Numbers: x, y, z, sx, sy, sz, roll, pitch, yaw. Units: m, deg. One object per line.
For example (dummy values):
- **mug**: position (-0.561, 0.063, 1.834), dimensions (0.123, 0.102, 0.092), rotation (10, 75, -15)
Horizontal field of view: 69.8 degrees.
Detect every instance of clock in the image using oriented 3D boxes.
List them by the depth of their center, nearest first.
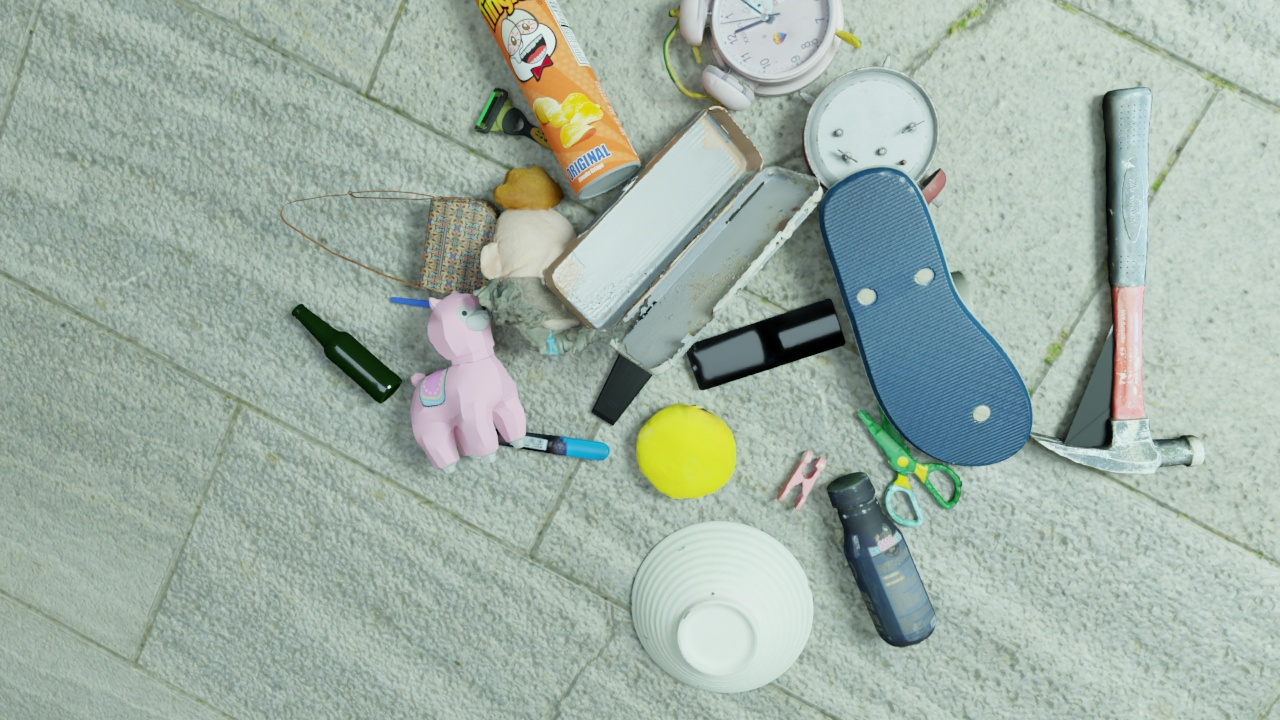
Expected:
- **clock**: position (0.095, -0.279, 0.775), dimensions (0.158, 0.058, 0.117), rotation (-21, 96, 12)
- **clock**: position (0.201, -0.170, 0.778), dimensions (0.110, 0.061, 0.157), rotation (-21, 97, 10)

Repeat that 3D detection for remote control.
- **remote control**: position (0.113, -0.013, 0.838), dimensions (0.141, 0.021, 0.045), rotation (-18, 95, 12)
- **remote control**: position (-0.005, 0.005, 0.863), dimensions (0.039, 0.010, 0.125), rotation (32, 103, 2)

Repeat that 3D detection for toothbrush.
- **toothbrush**: position (-0.150, -0.047, 0.877), dimensions (0.187, 0.011, 0.016), rotation (8, 101, 10)

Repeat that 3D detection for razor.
- **razor**: position (-0.078, -0.197, 0.833), dimensions (0.144, 0.021, 0.044), rotation (27, 89, 3)

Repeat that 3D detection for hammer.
- **hammer**: position (0.405, -0.063, 0.783), dimensions (0.140, 0.036, 0.326), rotation (-3, 99, 7)

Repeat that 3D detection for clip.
- **clip**: position (0.145, 0.109, 0.856), dimensions (0.039, 0.022, 0.059), rotation (34, 97, 4)

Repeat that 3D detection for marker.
- **marker**: position (-0.090, 0.080, 0.887), dimensions (0.123, 0.015, 0.018), rotation (7, 97, 9)

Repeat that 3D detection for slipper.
- **slipper**: position (0.240, -0.033, 0.796), dimensions (0.118, 0.060, 0.295), rotation (-26, 106, 13)

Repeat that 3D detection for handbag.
- **handbag**: position (-0.225, -0.115, 0.838), dimensions (0.195, 0.043, 0.094), rotation (9, 108, -11)

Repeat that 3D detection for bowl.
- **bowl**: position (0.074, 0.246, 0.863), dimensions (0.177, 0.070, 0.177), rotation (1, 99, 8)

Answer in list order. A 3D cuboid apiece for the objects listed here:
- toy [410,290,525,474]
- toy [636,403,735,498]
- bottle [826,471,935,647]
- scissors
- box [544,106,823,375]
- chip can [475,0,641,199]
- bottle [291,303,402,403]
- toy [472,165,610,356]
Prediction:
- **toy**: position (-0.166, 0.019, 0.844), dimensions (0.124, 0.067, 0.157), rotation (-16, 96, 37)
- **toy**: position (0.043, 0.086, 0.855), dimensions (0.095, 0.041, 0.094), rotation (20, 107, 4)
- **bottle**: position (0.218, 0.181, 0.838), dimensions (0.056, 0.056, 0.161), rotation (-23, 96, 11)
- **scissors**: position (0.232, 0.097, 0.846), dimensions (0.078, 0.013, 0.132), rotation (-42, 93, 12)
- **box**: position (0.037, -0.103, 0.761), dimensions (0.121, 0.094, 0.217), rotation (44, 80, -16)
- **chip can**: position (-0.075, -0.247, 0.792), dimensions (0.062, 0.062, 0.210), rotation (-28, 89, 11)
- **bottle**: position (-0.287, -0.010, 0.889), dimensions (0.123, 0.033, 0.033), rotation (41, 102, 0)
- **toy**: position (-0.093, -0.088, 0.819), dimensions (0.076, 0.132, 0.175), rotation (-19, 75, 47)
